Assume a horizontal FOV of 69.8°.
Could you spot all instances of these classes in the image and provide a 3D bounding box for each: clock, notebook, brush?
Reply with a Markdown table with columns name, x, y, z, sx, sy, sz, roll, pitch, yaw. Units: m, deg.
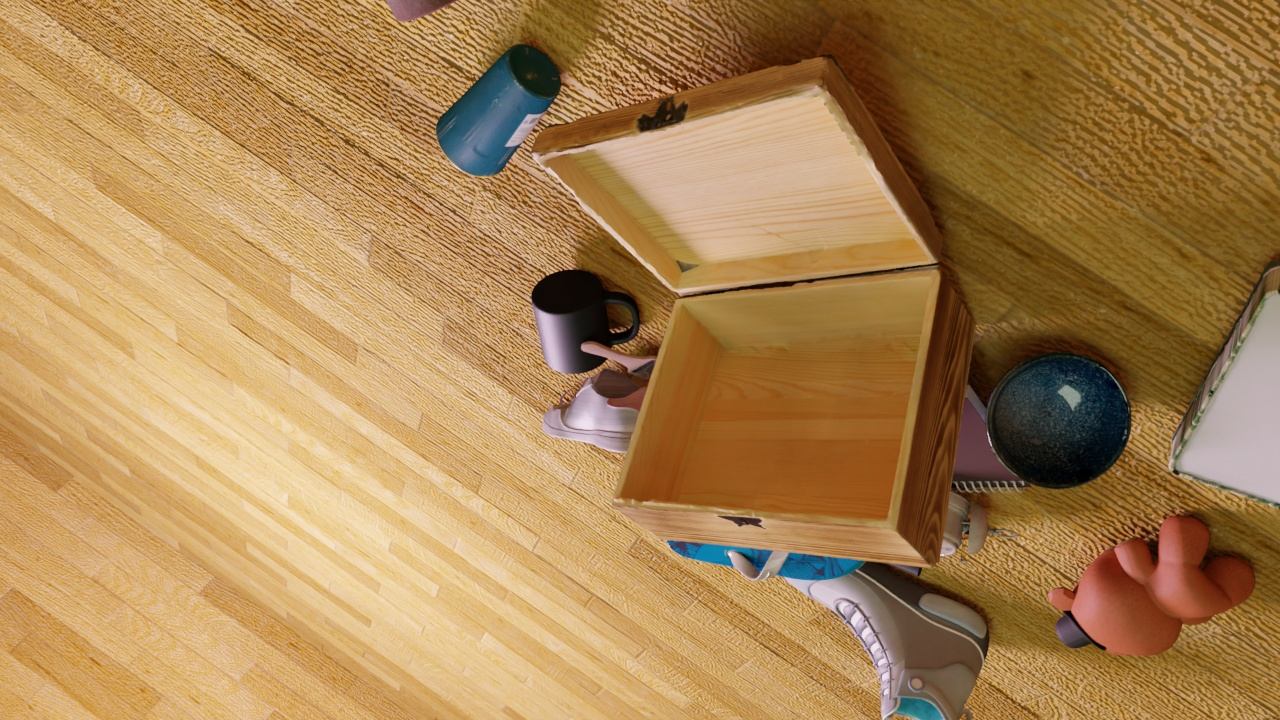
| name | x | y | z | sx | sy | sz | roll | pitch | yaw |
| --- | --- | --- | --- | --- | --- | --- | --- | --- | --- |
| clock | 0.300 | 0.170 | 0.937 | 0.157 | 0.061 | 0.103 | 6 | 156 | 23 |
| notebook | 0.252 | 0.084 | 0.902 | 0.210 | 0.022 | 0.171 | -7 | 141 | 41 |
| brush | -0.006 | 0.006 | 1.005 | 0.135 | 0.015 | 0.050 | 19 | 150 | -30 |

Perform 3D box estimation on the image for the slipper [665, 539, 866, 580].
| name | x | y | z | sx | sy | sz | roll | pitch | yaw |
| --- | --- | --- | --- | --- | --- | --- | --- | --- | --- |
| slipper | 0.137 | 0.209 | 1.085 | 0.296 | 0.060 | 0.118 | -6 | 102 | 37 |

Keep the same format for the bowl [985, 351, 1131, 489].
| name | x | y | z | sx | sy | sz | roll | pitch | yaw |
| --- | --- | --- | --- | --- | --- | --- | --- | --- | --- |
| bowl | 0.349 | 0.049 | 0.786 | 0.114 | 0.060 | 0.114 | 1 | 94 | 9 |

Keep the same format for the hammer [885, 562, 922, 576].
| name | x | y | z | sx | sy | sz | roll | pitch | yaw |
| --- | --- | --- | --- | --- | --- | --- | --- | --- | --- |
| hammer | 0.153 | 0.176 | 1.008 | 0.325 | 0.015 | 0.095 | 17 | 97 | 39 |

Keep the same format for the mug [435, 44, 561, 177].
| name | x | y | z | sx | sy | sz | roll | pitch | yaw |
| --- | --- | --- | --- | --- | --- | --- | --- | --- | --- |
| mug | -0.130 | -0.236 | 0.862 | 0.078 | 0.077 | 0.122 | 46 | 136 | -12 |

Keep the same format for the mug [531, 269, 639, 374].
| name | x | y | z | sx | sy | sz | roll | pitch | yaw |
| --- | --- | --- | --- | --- | --- | --- | --- | --- | --- |
| mug | -0.057 | -0.044 | 1.009 | 0.113 | 0.078 | 0.088 | -3 | 133 | 4 |

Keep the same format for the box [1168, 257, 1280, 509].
| name | x | y | z | sx | sy | sz | roll | pitch | yaw |
| --- | --- | --- | --- | --- | --- | --- | --- | --- | --- |
| box | 0.486 | 0.024 | 0.680 | 0.118 | 0.050 | 0.206 | 20 | 139 | 24 |

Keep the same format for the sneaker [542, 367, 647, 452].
| name | x | y | z | sx | sy | sz | roll | pitch | yaw |
| --- | --- | --- | --- | --- | --- | --- | --- | --- | --- |
| sneaker | -0.043 | 0.055 | 1.092 | 0.099 | 0.089 | 0.236 | 7 | 179 | -33 |

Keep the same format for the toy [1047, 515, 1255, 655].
| name | x | y | z | sx | sy | sz | roll | pitch | yaw |
| --- | --- | --- | --- | --- | --- | --- | --- | --- | --- |
| toy | 0.470 | 0.222 | 0.860 | 0.112 | 0.096 | 0.176 | 42 | 114 | -7 |

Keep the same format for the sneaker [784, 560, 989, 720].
| name | x | y | z | sx | sy | sz | roll | pitch | yaw |
| --- | --- | --- | --- | --- | --- | --- | --- | --- | --- |
| sneaker | 0.265 | 0.323 | 1.065 | 0.257 | 0.160 | 0.093 | 22 | 140 | 15 |

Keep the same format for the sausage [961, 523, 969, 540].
| name | x | y | z | sx | sy | sz | roll | pitch | yaw |
| --- | --- | --- | --- | --- | --- | --- | --- | --- | --- |
| sausage | 0.305 | 0.197 | 1.016 | 0.020 | 0.020 | 0.156 | 49 | 140 | -15 |

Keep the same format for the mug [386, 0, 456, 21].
| name | x | y | z | sx | sy | sz | roll | pitch | yaw |
| --- | --- | --- | --- | --- | --- | --- | --- | --- | --- |
| mug | -0.202 | -0.357 | 0.784 | 0.123 | 0.096 | 0.110 | 21 | 139 | 50 |

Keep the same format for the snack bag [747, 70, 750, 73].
| name | x | y | z | sx | sy | sz | roll | pitch | yaw |
| --- | --- | --- | --- | --- | --- | --- | --- | --- | --- |
| snack bag | 0.125 | -0.170 | 0.782 | 0.158 | 0.013 | 0.057 | 47 | 142 | -13 |

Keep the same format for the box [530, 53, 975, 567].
| name | x | y | z | sx | sy | sz | roll | pitch | yaw |
| --- | --- | --- | --- | --- | --- | --- | --- | --- | --- |
| box | 0.079 | -0.033 | 0.753 | 0.280 | 0.285 | 0.336 | -4 | 147 | 40 |
